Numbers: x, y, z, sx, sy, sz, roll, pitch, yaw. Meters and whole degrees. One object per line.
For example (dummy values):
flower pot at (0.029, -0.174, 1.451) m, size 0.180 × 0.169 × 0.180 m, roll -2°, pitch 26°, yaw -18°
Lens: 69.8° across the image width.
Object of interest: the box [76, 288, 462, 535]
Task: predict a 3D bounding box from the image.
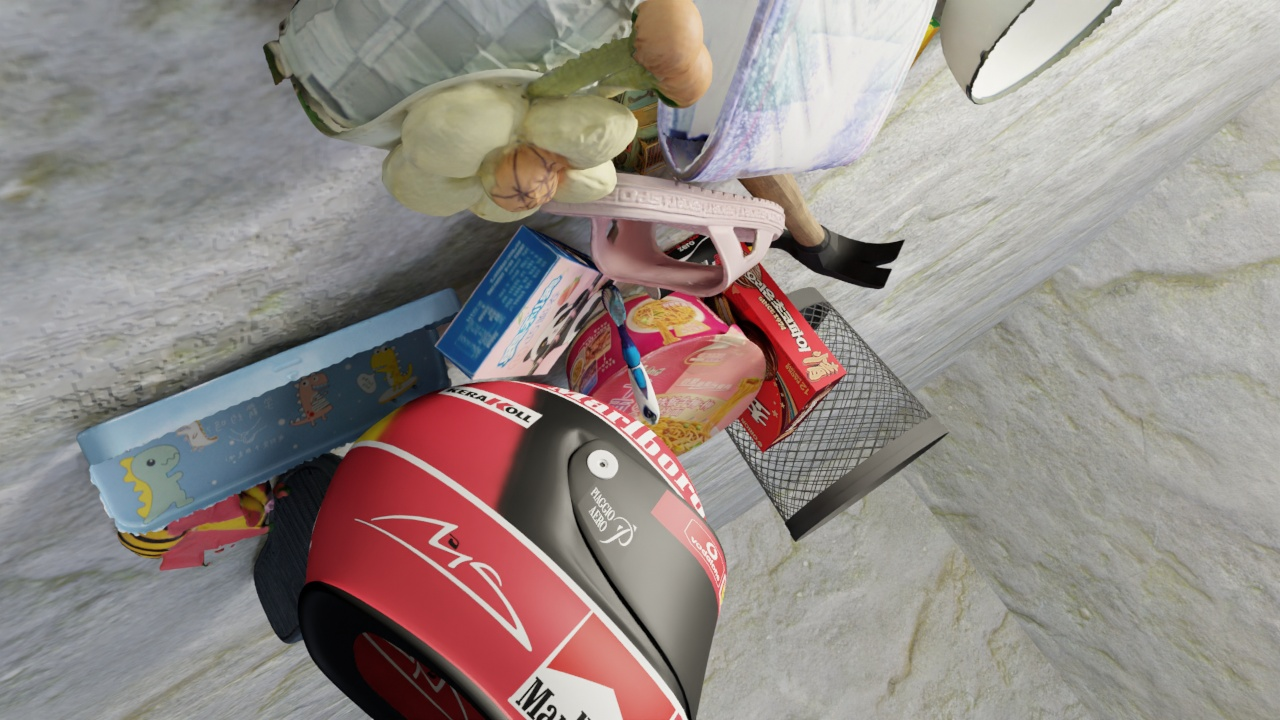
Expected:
box at (-0.202, 0.020, 0.522) m, size 0.209 × 0.047 × 0.122 m, roll -25°, pitch 160°, yaw -30°

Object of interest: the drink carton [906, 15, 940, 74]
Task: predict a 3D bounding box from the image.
drink carton at (0.141, -0.189, 0.614) m, size 0.058 × 0.041 × 0.123 m, roll -25°, pitch 161°, yaw -31°

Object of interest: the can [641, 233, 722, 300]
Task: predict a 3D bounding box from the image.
can at (0.039, -0.080, 0.733) m, size 0.080 × 0.031 × 0.032 m, roll -30°, pitch 163°, yaw -17°

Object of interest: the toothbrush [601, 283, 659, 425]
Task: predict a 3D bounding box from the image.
toothbrush at (-0.004, 0.004, 0.680) m, size 0.016 × 0.017 × 0.189 m, roll -22°, pitch 147°, yaw -2°

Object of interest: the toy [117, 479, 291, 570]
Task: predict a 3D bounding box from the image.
toy at (-0.280, 0.102, 0.593) m, size 0.103 × 0.046 × 0.084 m, roll -22°, pitch 163°, yaw -18°

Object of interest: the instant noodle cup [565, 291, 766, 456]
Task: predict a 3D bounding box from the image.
instant noodle cup at (0.011, 0.012, 0.792) m, size 0.178 × 0.077 × 0.179 m, roll -19°, pitch 147°, yaw -13°

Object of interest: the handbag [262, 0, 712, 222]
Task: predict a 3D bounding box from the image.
handbag at (-0.029, -0.124, 0.317) m, size 0.172 × 0.123 × 0.112 m, roll -38°, pitch 158°, yaw 27°

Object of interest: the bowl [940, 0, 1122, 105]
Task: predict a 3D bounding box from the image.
bowl at (0.264, -0.254, 0.619) m, size 0.153 × 0.073 × 0.153 m, roll -32°, pitch 164°, yaw -11°

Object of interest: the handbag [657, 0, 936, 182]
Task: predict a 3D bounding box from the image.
handbag at (0.078, -0.160, 0.482) m, size 0.158 × 0.069 × 0.127 m, roll -16°, pitch 134°, yaw -48°

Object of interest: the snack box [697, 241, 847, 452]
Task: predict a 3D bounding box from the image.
snack box at (0.100, -0.011, 0.831) m, size 0.035 × 0.152 × 0.133 m, roll -28°, pitch 162°, yaw -25°

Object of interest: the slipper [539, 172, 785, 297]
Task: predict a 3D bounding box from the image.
slipper at (0.015, -0.074, 0.557) m, size 0.238 × 0.094 × 0.064 m, roll -7°, pitch 105°, yaw -64°

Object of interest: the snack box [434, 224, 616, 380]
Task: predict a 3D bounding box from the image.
snack box at (-0.066, -0.032, 0.579) m, size 0.088 × 0.033 × 0.154 m, roll -53°, pitch 172°, yaw 6°

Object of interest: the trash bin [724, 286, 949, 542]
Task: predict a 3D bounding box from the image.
trash bin at (0.205, 0.059, 1.097) m, size 0.217 × 0.227 × 0.218 m, roll -32°, pitch 163°, yaw -11°

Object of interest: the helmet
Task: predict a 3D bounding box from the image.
helmet at (-0.060, 0.131, 0.552) m, size 0.223 × 0.271 × 0.198 m, roll -44°, pitch 168°, yaw -39°

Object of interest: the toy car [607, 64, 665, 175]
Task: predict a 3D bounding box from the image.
toy car at (0.003, -0.131, 0.494) m, size 0.047 × 0.047 × 0.112 m, roll -29°, pitch 161°, yaw -17°

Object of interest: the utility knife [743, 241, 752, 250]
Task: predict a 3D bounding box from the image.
utility knife at (0.079, -0.055, 0.906) m, size 0.030 × 0.019 × 0.228 m, roll -22°, pitch 155°, yaw -24°

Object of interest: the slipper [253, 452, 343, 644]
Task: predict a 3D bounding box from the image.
slipper at (-0.233, 0.147, 0.711) m, size 0.082 × 0.101 × 0.264 m, roll -20°, pitch 161°, yaw -40°

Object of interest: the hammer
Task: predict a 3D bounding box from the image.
hammer at (0.100, -0.118, 0.646) m, size 0.305 × 0.132 × 0.040 m, roll 27°, pitch 87°, yaw -62°
